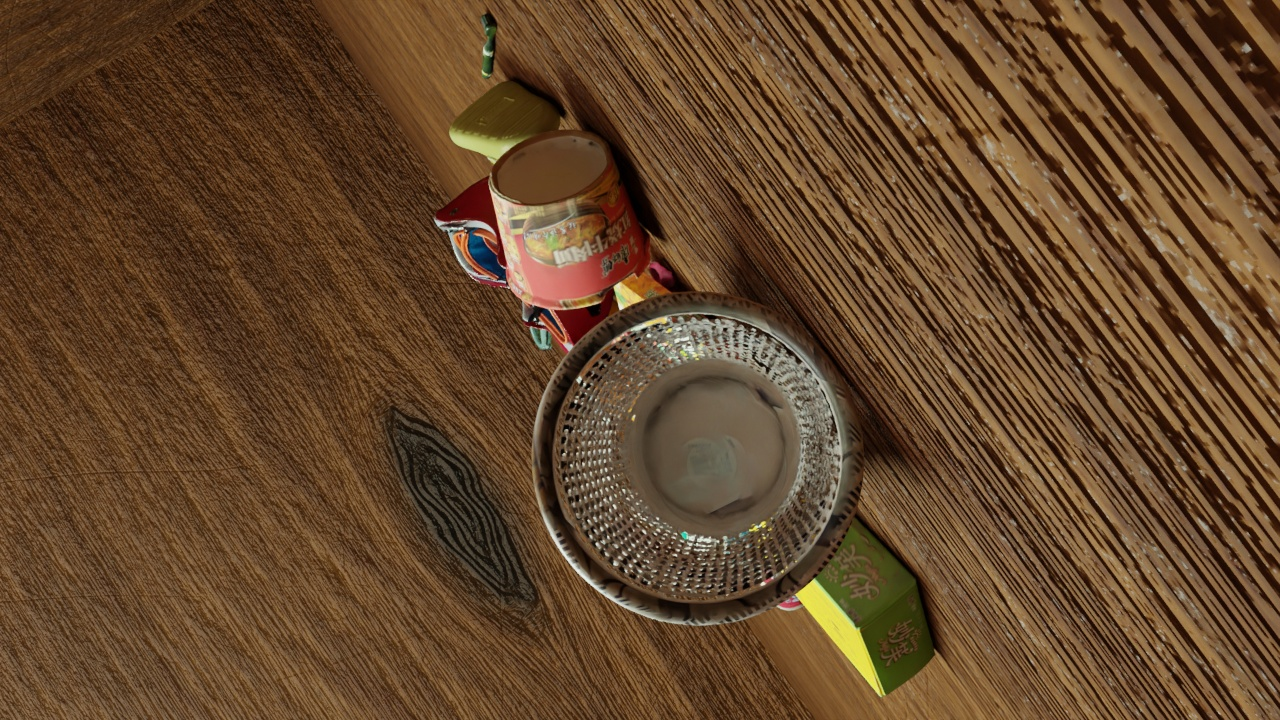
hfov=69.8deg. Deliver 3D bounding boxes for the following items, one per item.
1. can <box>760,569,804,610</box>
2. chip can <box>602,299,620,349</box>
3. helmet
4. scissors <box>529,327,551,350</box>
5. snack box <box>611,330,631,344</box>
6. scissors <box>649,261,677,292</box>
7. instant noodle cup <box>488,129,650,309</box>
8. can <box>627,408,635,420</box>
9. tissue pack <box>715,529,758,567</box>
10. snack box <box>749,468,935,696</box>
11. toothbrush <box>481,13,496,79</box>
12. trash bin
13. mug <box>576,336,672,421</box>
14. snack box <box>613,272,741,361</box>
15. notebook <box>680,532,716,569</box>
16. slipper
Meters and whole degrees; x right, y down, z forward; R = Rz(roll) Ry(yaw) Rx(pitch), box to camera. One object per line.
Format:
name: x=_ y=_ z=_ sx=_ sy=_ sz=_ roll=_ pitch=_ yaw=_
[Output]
can: x=0.186 y=0.278 z=1.212 sx=0.094 sy=0.066 sz=0.066 roll=59 pitch=172 yaw=-30
chip can: x=-0.090 y=-0.083 z=1.248 sx=0.213 sy=0.072 sz=0.072 roll=40 pitch=165 yaw=36
helmet: x=-0.110 y=-0.123 z=1.053 sx=0.240 sy=0.143 sz=0.207 roll=42 pitch=169 yaw=14
scissors: x=-0.108 y=-0.032 z=1.231 sx=0.170 sy=0.019 sz=0.179 roll=63 pitch=156 yaw=-10
snack box: x=0.013 y=0.006 z=1.134 sx=0.113 sy=0.044 sz=0.127 roll=52 pitch=162 yaw=20
scissors: x=0.034 y=-0.050 z=0.917 sx=0.135 sy=0.017 sz=0.133 roll=47 pitch=167 yaw=19
instant noodle cup: x=-0.069 y=-0.130 z=0.813 sx=0.138 sy=0.137 sz=0.109 roll=49 pitch=163 yaw=41
can: x=-0.006 y=0.046 z=1.259 sx=0.146 sy=0.058 sz=0.058 roll=45 pitch=175 yaw=-10
tissue pack: x=0.117 y=0.199 z=1.176 sx=0.090 sy=0.063 sz=0.140 roll=-140 pitch=46 yaw=-65
snack box: x=0.179 y=0.195 z=0.880 sx=0.210 sy=0.070 sz=0.158 roll=48 pitch=169 yaw=45
toothbrush: x=-0.162 y=-0.328 z=0.968 sx=0.017 sy=0.012 sz=0.186 roll=62 pitch=172 yaw=-7
trash bin: x=0.049 y=0.071 z=0.711 sx=0.227 sy=0.227 sz=0.192 roll=54 pitch=-175 yaw=8
mug: x=-0.006 y=0.006 z=1.017 sx=0.078 sy=0.122 sz=0.078 roll=53 pitch=172 yaw=11
snack box: x=0.035 y=-0.028 z=0.873 sx=0.156 sy=0.027 sz=0.077 roll=39 pitch=158 yaw=34
notebook: x=0.072 y=0.151 z=1.182 sx=0.150 sy=0.012 sz=0.209 roll=-138 pitch=46 yaw=-70
slipper: x=-0.129 y=-0.224 z=0.933 sx=0.081 sy=0.091 sz=0.190 roll=57 pitch=170 yaw=-32
